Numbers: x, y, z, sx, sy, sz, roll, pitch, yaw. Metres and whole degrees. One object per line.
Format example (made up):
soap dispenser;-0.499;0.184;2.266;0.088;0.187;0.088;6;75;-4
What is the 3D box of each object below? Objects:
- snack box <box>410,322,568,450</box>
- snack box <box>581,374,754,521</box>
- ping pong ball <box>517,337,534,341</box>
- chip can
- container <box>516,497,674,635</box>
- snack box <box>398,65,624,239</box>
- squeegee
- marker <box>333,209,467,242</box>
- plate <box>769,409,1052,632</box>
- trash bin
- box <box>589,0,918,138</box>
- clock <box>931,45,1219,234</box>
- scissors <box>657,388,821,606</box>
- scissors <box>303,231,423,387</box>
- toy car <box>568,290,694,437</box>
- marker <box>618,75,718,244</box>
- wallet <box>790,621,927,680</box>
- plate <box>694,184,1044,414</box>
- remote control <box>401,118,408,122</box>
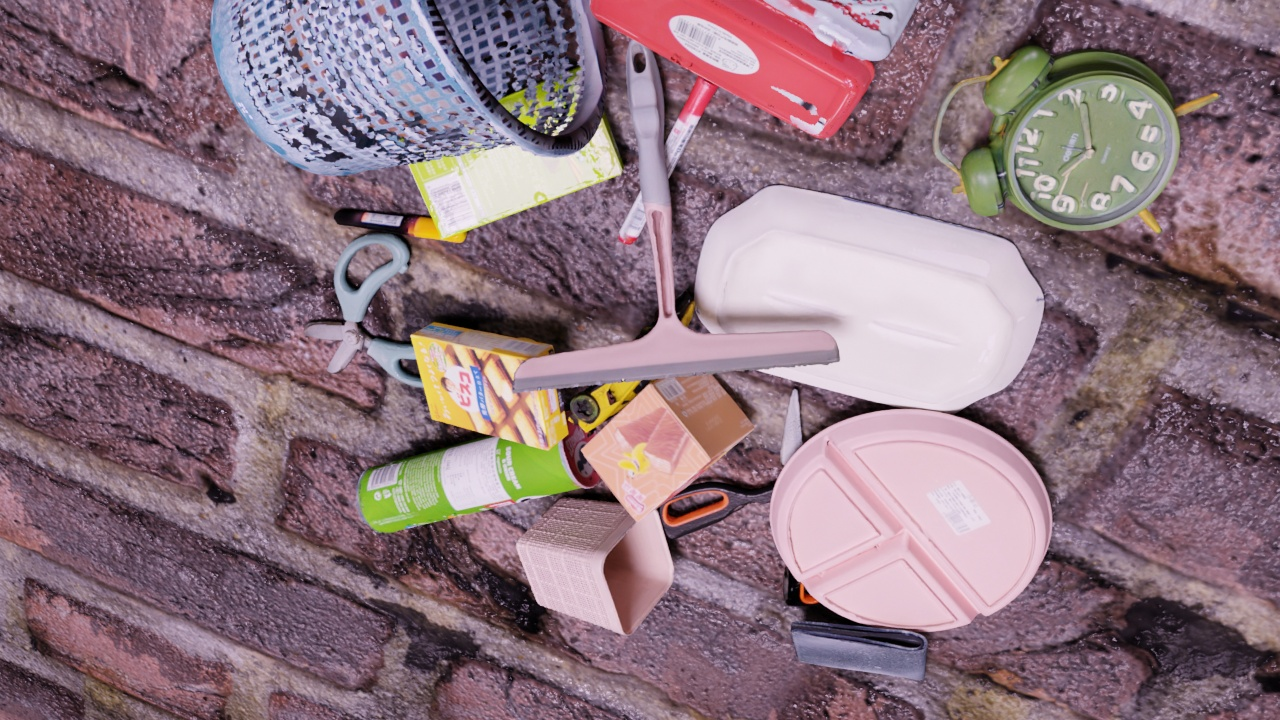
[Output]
snack box;-0.130;0.020;0.787;0.141;0.033;0.087;13;123;33
snack box;0.024;0.065;0.761;0.077;0.092;0.095;51;120;10
ping pong ball;-0.103;0.000;0.806;0.040;0.040;0.040;7;118;13
chip can;-0.154;0.107;0.859;0.236;0.072;0.072;-16;111;23
container;-0.044;0.184;0.846;0.111;0.090;0.090;3;120;36
snack box;-0.099;-0.160;0.710;0.156;0.026;0.086;-19;108;11
squeegee;0.013;-0.111;0.686;0.248;0.040;0.249;-5;97;10
marker;-0.207;-0.117;0.790;0.124;0.018;0.015;9;153;13
plate;0.223;0.144;0.769;0.230;0.028;0.230;6;120;11
trash bin;-0.160;-0.221;0.609;0.195;0.225;0.227;-11;113;27
box;0.077;-0.252;0.625;0.201;0.100;0.102;28;159;-1
clock;0.277;-0.146;0.609;0.161;0.056;0.116;13;118;10
scissors;0.122;0.129;0.821;0.221;0.021;0.234;-5;115;14
scissors;-0.237;-0.046;0.835;0.170;0.019;0.181;8;119;13
toy car;-0.005;0.004;0.761;0.041;0.071;0.156;42;119;-6
marker;0.019;-0.151;0.706;0.017;0.017;0.146;30;121;0
wallet;0.201;0.269;0.847;0.121;0.019;0.097;3;146;17
plate;0.170;-0.037;0.710;0.266;0.034;0.162;16;120;8
remote control;-0.158;-0.193;0.731;0.058;0.021;0.150;-35;104;20
